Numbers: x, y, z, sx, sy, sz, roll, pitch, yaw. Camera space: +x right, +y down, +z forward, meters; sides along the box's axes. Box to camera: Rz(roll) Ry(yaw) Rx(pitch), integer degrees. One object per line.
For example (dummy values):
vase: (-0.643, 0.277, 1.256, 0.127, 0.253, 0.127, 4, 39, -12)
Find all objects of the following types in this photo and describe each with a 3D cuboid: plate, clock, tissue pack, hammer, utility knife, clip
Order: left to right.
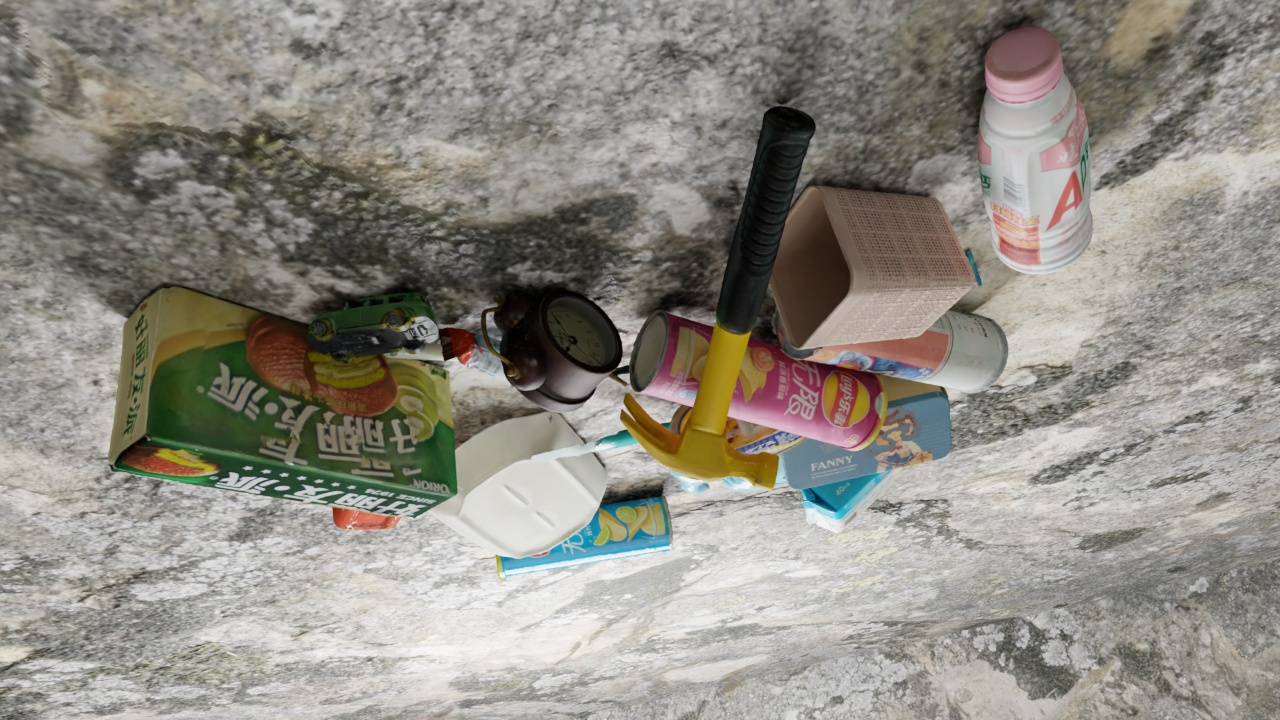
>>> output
plate: (-0.116, 0.141, 0.935, 0.162, 0.034, 0.266, -33, 150, -3)
clock: (-0.068, -0.010, 0.681, 0.121, 0.082, 0.055, 13, 140, -39)
utility knife: (-0.006, 0.073, 0.890, 0.215, 0.013, 0.029, -11, 148, -27)
hammer: (0.065, -0.028, 0.634, 0.129, 0.032, 0.301, 13, 128, 1)
tissue pack: (0.234, 0.124, 1.018, 0.140, 0.063, 0.090, -42, 152, -7)
clip: (0.268, -0.073, 0.755, 0.042, 0.014, 0.056, -20, 153, 16)

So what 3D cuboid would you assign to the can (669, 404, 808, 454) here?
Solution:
can: (0.101, 0.055, 0.865, 0.148, 0.074, 0.049, -23, 148, 8)

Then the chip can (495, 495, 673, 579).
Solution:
chip can: (-0.069, 0.211, 1.104, 0.210, 0.071, 0.071, -8, 152, -7)

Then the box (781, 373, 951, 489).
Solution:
box: (0.215, 0.068, 0.922, 0.184, 0.061, 0.090, -16, 125, 4)

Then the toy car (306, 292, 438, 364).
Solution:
toy car: (-0.191, -0.024, 0.657, 0.091, 0.036, 0.043, -11, 153, -2)

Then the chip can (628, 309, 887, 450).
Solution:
chip can: (0.098, 0.019, 0.762, 0.210, 0.071, 0.072, 15, 144, -21)

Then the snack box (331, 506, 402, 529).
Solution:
snack box: (-0.244, 0.107, 0.837, 0.082, 0.080, 0.091, 3, 149, -26)

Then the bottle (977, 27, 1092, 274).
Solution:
bottle: (0.253, -0.131, 0.591, 0.068, 0.068, 0.197, -20, 147, 17)

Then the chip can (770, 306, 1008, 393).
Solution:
chip can: (0.214, -0.020, 0.773, 0.214, 0.071, 0.071, 10, 146, -33)

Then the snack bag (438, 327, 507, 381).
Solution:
snack bag: (-0.104, 0.001, 0.709, 0.104, 0.048, 0.026, 22, 117, -28)

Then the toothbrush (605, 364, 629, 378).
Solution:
toothbrush: (-0.005, 0.005, 0.801, 0.181, 0.015, 0.018, -12, 143, 4)

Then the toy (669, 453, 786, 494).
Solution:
toy: (0.123, 0.114, 1.011, 0.162, 0.049, 0.156, -36, 140, 31)

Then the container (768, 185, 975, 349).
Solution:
container: (0.163, -0.066, 0.655, 0.110, 0.089, 0.090, -3, 151, -22)

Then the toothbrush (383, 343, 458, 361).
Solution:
toothbrush: (-0.111, -0.005, 0.742, 0.189, 0.020, 0.029, 2, 119, -21)

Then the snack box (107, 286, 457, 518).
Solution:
snack box: (-0.248, 0.039, 0.673, 0.063, 0.114, 0.239, -29, 146, 32)
